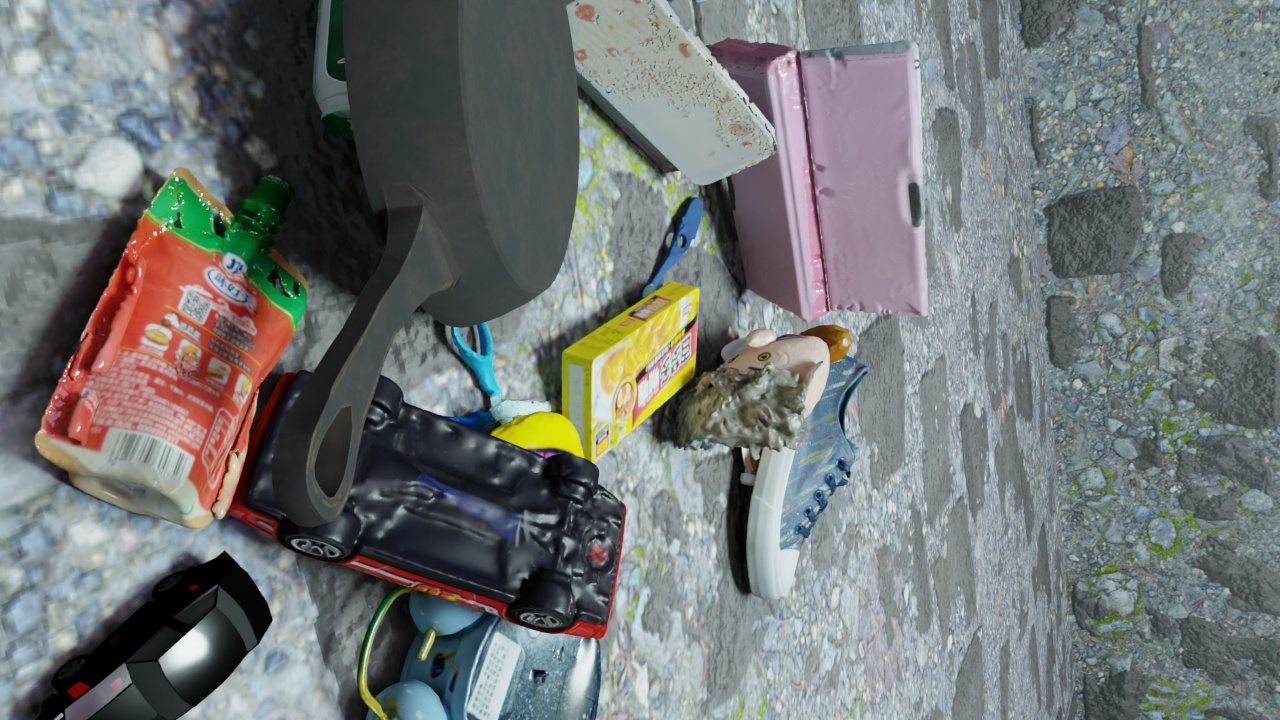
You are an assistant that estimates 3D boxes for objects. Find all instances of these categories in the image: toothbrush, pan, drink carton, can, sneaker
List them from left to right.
[{"bbox_3d":[-0.127,-0.160,0.440,0.053,0.053,0.101,13,76,-57],"label":"can"},{"bbox_3d":[-0.081,-0.082,0.417,0.249,0.043,0.355,78,15,-48],"label":"pan"},{"bbox_3d":[0.027,-0.088,0.718,0.021,0.016,0.132,53,45,-31],"label":"toothbrush"},{"bbox_3d":[0.099,0.045,0.813,0.069,0.039,0.122,-44,130,-51],"label":"drink carton"},{"bbox_3d":[0.149,0.098,0.812,0.087,0.079,0.235,37,64,-70],"label":"sneaker"}]

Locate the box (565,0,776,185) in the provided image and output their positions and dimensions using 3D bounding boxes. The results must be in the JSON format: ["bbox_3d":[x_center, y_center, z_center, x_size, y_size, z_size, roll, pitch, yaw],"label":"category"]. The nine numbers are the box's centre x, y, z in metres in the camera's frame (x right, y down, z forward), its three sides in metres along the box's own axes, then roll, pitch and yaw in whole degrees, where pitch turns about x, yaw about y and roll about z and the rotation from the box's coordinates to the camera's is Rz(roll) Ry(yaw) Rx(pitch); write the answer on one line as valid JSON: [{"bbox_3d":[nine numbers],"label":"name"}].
[{"bbox_3d":[0.002,-0.211,0.638,0.216,0.095,0.107,32,34,-53],"label":"box"}]

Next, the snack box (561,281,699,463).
[{"bbox_3d":[-0.004,0.004,0.634,0.151,0.025,0.075,-37,135,-53],"label":"snack box"}]

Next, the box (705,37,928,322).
[{"bbox_3d":[0.135,-0.135,0.729,0.059,0.180,0.233,-41,131,-32],"label":"box"}]

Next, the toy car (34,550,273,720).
[{"bbox_3d":[-0.180,0.116,0.349,0.091,0.036,0.042,-51,129,-47],"label":"toy car"}]

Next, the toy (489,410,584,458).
[{"bbox_3d":[-0.067,0.073,0.518,0.095,0.041,0.094,-53,145,-24],"label":"toy"}]

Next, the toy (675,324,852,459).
[{"bbox_3d":[0.100,0.014,0.712,0.175,0.133,0.076,-36,110,-34],"label":"toy"}]

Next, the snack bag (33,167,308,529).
[{"bbox_3d":[-0.175,-0.015,0.373,0.087,0.044,0.154,52,41,-49],"label":"snack bag"}]

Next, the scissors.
[{"bbox_3d":[-0.088,0.036,0.532,0.132,0.015,0.109,62,37,-43],"label":"scissors"}]

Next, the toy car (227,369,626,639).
[{"bbox_3d":[-0.090,0.070,0.433,0.189,0.056,0.081,27,52,-25],"label":"toy car"}]

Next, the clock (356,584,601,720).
[{"bbox_3d":[-0.082,0.168,0.482,0.162,0.060,0.117,50,47,-43],"label":"clock"}]

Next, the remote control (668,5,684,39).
[{"bbox_3d":[0.017,-0.262,0.721,0.125,0.010,0.039,56,43,-39],"label":"remote control"}]

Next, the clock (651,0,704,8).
[{"bbox_3d":[0.018,-0.280,0.618,0.041,0.123,0.087,-58,135,-28],"label":"clock"}]
